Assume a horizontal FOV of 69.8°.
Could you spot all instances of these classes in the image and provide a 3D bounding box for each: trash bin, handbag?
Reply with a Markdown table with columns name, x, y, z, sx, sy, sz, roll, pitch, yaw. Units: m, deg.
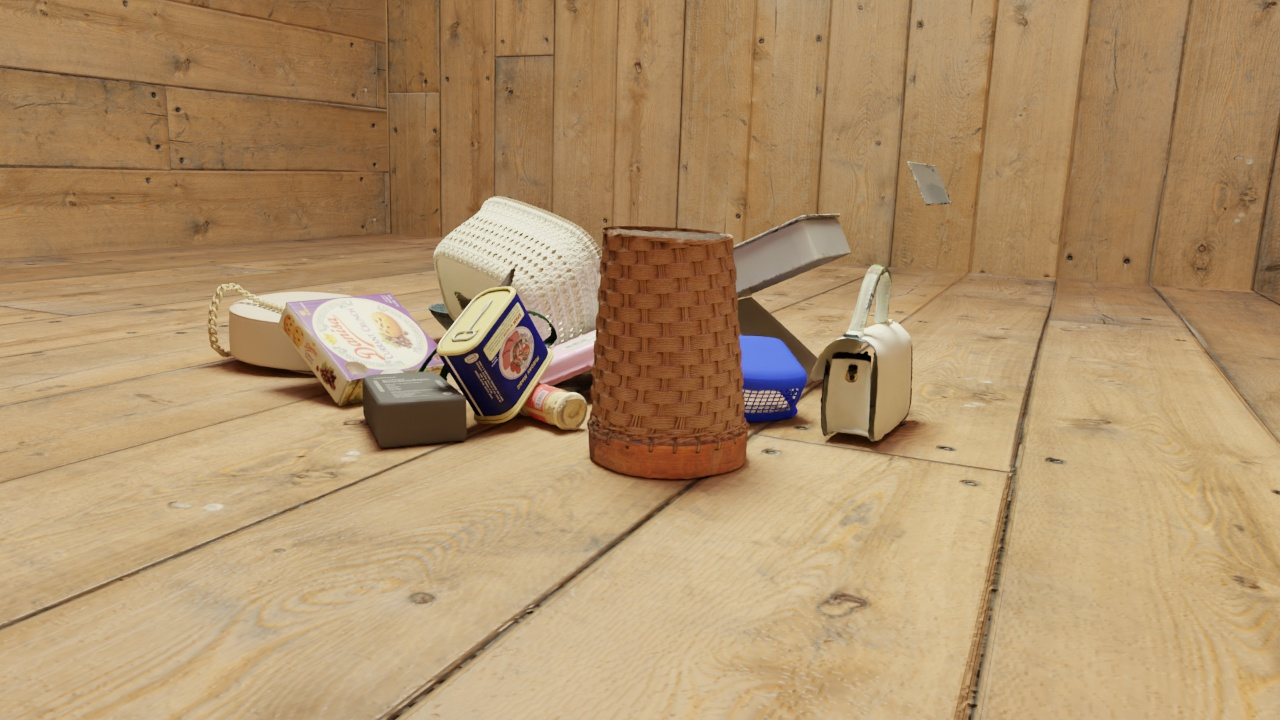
| name | x | y | z | sx | sy | sz | roll | pitch | yaw |
| --- | --- | --- | --- | --- | --- | --- | --- | --- | --- |
| trash bin | 0.029 | -0.013 | 0.846 | 0.151 | 0.210 | 0.151 | 2 | 12 | -1 |
| handbag | -0.435 | -0.048 | 1.230 | 0.209 | 0.103 | 0.210 | 8 | 14 | 9 |
| handbag | 0.235 | -0.013 | 0.964 | 0.074 | 0.176 | 0.151 | 7 | 13 | 29 |

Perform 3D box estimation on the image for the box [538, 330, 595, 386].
| name | x | y | z | sx | sy | sz | roll | pitch | yaw |
| --- | --- | --- | --- | --- | --- | --- | --- | --- | --- |
| box | -0.073 | -0.014 | 1.115 | 0.201 | 0.038 | 0.152 | -23 | 16 | -19 |

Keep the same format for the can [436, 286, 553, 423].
| name | x | y | z | sx | sy | sz | roll | pitch | yaw |
| --- | --- | --- | --- | --- | --- | --- | --- | --- | --- |
| can | -0.149 | -0.008 | 0.947 | 0.057 | 0.092 | 0.116 | -3 | 39 | 30 |

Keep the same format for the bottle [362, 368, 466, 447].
| name | x | y | z | sx | sy | sz | roll | pitch | yaw |
| --- | --- | --- | --- | --- | --- | --- | --- | --- | --- |
| bottle | -0.241 | 0.042 | 0.946 | 0.083 | 0.046 | 0.174 | -4 | 13 | -25 |

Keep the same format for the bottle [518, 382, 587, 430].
| name | x | y | z | sx | sy | sz | roll | pitch | yaw |
| --- | --- | --- | --- | --- | --- | --- | --- | --- | --- |
| bottle | -0.104 | 0.044 | 0.970 | 0.044 | 0.044 | 0.109 | -9 | 16 | -42 |

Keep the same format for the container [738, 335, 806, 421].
| name | x | y | z | sx | sy | sz | roll | pitch | yaw |
| --- | --- | --- | --- | --- | --- | --- | --- | --- | --- |
| container | 0.120 | 0.016 | 1.011 | 0.114 | 0.058 | 0.096 | 0 | 37 | -24 |

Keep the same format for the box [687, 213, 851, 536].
| name | x | y | z | sx | sy | sz | roll | pitch | yaw |
| --- | --- | --- | --- | --- | --- | --- | --- | --- | --- |
| box | 0.174 | 0.016 | 1.229 | 0.174 | 0.422 | 0.167 | 6 | 12 | 28 |

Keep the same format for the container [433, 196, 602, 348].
| name | x | y | z | sx | sy | sz | roll | pitch | yaw |
| --- | --- | --- | --- | --- | --- | --- | --- | --- | --- |
| container | -0.161 | -0.105 | 1.242 | 0.246 | 0.185 | 0.142 | 24 | 47 | 34 |

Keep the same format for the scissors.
| name | x | y | z | sx | sy | sz | roll | pitch | yaw |
| --- | --- | --- | --- | --- | --- | --- | --- | --- | --- |
| scissors | -0.164 | -0.028 | 1.046 | 0.202 | 0.202 | 0.015 | 1 | 46 | -49 |

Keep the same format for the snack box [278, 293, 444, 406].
| name | x | y | z | sx | sy | sz | roll | pitch | yaw |
| --- | --- | --- | --- | --- | --- | --- | --- | --- | --- |
| snack box | -0.323 | -0.017 | 1.083 | 0.143 | 0.041 | 0.147 | 44 | 32 | 25 |

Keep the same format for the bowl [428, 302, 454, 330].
| name | x | y | z | sx | sy | sz | roll | pitch | yaw |
| --- | --- | --- | --- | --- | --- | --- | --- | --- | --- |
| bowl | -0.252 | -0.053 | 1.394 | 0.137 | 0.057 | 0.137 | 2 | 11 | 0 |
